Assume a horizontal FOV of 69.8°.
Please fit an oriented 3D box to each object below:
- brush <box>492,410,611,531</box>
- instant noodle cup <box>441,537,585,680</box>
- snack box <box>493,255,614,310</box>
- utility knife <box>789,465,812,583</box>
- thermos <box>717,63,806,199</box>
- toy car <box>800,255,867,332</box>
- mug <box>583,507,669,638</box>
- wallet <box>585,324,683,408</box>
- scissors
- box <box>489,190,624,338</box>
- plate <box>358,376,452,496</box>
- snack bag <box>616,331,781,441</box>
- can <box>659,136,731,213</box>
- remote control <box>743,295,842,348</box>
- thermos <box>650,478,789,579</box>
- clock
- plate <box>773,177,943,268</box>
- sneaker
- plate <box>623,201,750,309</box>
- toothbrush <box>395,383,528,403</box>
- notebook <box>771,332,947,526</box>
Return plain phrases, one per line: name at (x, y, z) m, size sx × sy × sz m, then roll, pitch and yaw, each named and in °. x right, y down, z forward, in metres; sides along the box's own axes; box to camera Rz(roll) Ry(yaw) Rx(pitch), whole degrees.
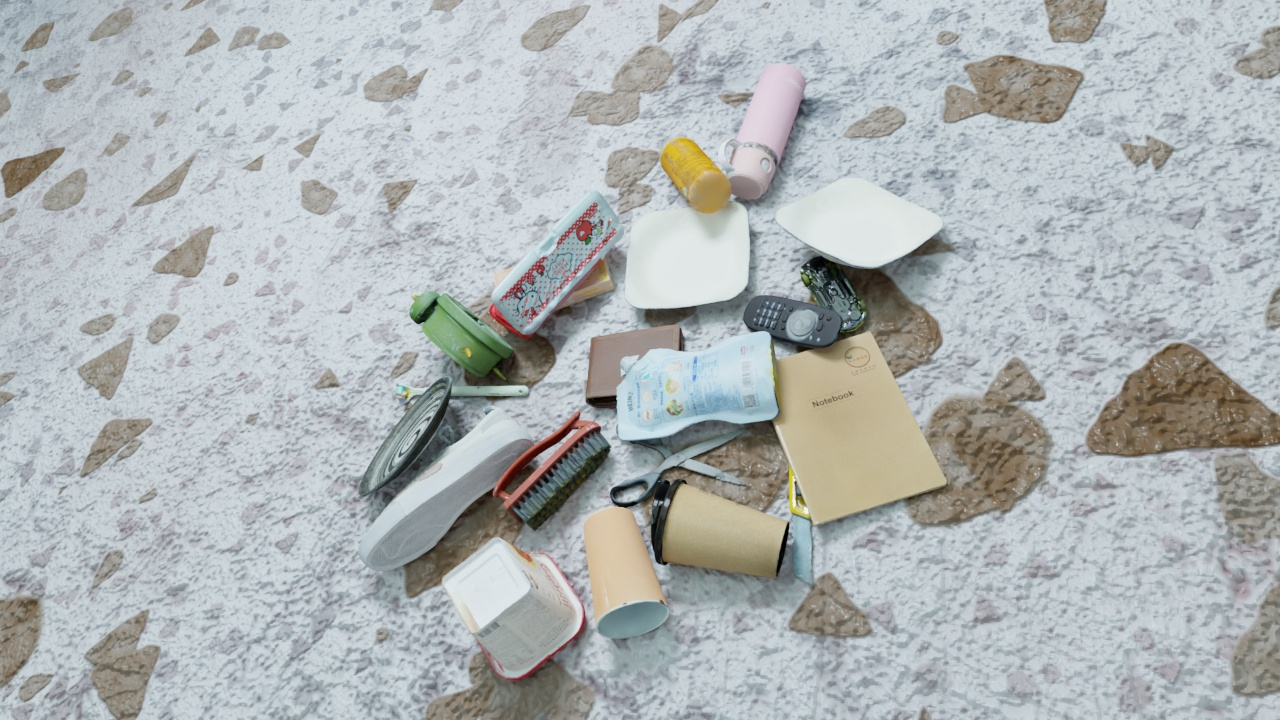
brush at (-0.102, 0.124, 1.070) m, size 0.069 × 0.063 × 0.145 m, roll 41°, pitch 77°, yaw 20°
instant noodle cup at (-0.137, 0.254, 0.963) m, size 0.116 × 0.124 × 0.116 m, roll -37°, pitch 55°, yaw -6°
snack box at (-0.119, -0.107, 1.242) m, size 0.157 × 0.026 × 0.084 m, roll -20°, pitch 55°, yaw 7°
utility knife at (0.177, 0.133, 0.994) m, size 0.033 × 0.015 × 0.222 m, roll -4°, pitch 58°, yaw 16°
thermos at (0.161, -0.314, 1.239) m, size 0.067 × 0.087 × 0.198 m, roll -13°, pitch 47°, yaw 53°
toy car at (0.231, -0.078, 1.099) m, size 0.048 × 0.032 × 0.105 m, roll -27°, pitch 66°, yaw 1°
mug at (-0.021, 0.222, 0.976) m, size 0.078 × 0.078 × 0.122 m, roll -21°, pitch 50°, yaw 6°
wallet at (-0.007, 0.007, 1.131) m, size 0.125 × 0.032 × 0.101 m, roll -7°, pitch 55°, yaw 14°
scissors at (0.038, 0.112, 1.061) m, size 0.181 × 0.014 × 0.159 m, roll -33°, pitch 56°, yaw -6°
box at (-0.115, -0.131, 1.177) m, size 0.095 × 0.101 × 0.201 m, roll 33°, pitch 74°, yaw 30°
plate at (-0.282, 0.096, 1.127) m, size 0.180 × 0.024 × 0.179 m, roll -44°, pitch 20°, yaw 21°
snack bag at (0.062, 0.030, 1.054) m, size 0.191 × 0.039 × 0.110 m, roll -10°, pitch 73°, yaw 16°
can at (0.071, -0.249, 1.220) m, size 0.058 × 0.058 × 0.146 m, roll -28°, pitch 36°, yaw 1°
remote control at (0.182, -0.045, 1.090) m, size 0.136 × 0.024 × 0.053 m, roll 19°, pitch 81°, yaw 42°
thermos at (0.079, 0.180, 0.960) m, size 0.143 × 0.093 × 0.092 m, roll 11°, pitch 63°, yaw 17°
clock at (-0.236, -0.039, 1.189) m, size 0.161 × 0.116 × 0.056 m, roll 40°, pitch 88°, yaw 31°
plate at (0.261, -0.158, 1.112) m, size 0.164 × 0.034 × 0.163 m, roll -28°, pitch 48°, yaw -28°
sneaker at (-0.243, 0.145, 1.091) m, size 0.242 × 0.089 × 0.091 m, roll -39°, pitch 53°, yaw -8°
plate at (0.063, -0.129, 1.187) m, size 0.164 × 0.034 × 0.164 m, roll -5°, pitch 58°, yaw 16°
toothbrush at (-0.233, 0.041, 1.196) m, size 0.190 × 0.029 × 0.020 m, roll -1°, pitch 18°, yaw 17°
notebook at (0.224, 0.069, 1.011) m, size 0.148 × 0.008 × 0.207 m, roll -17°, pitch 56°, yaw -1°
